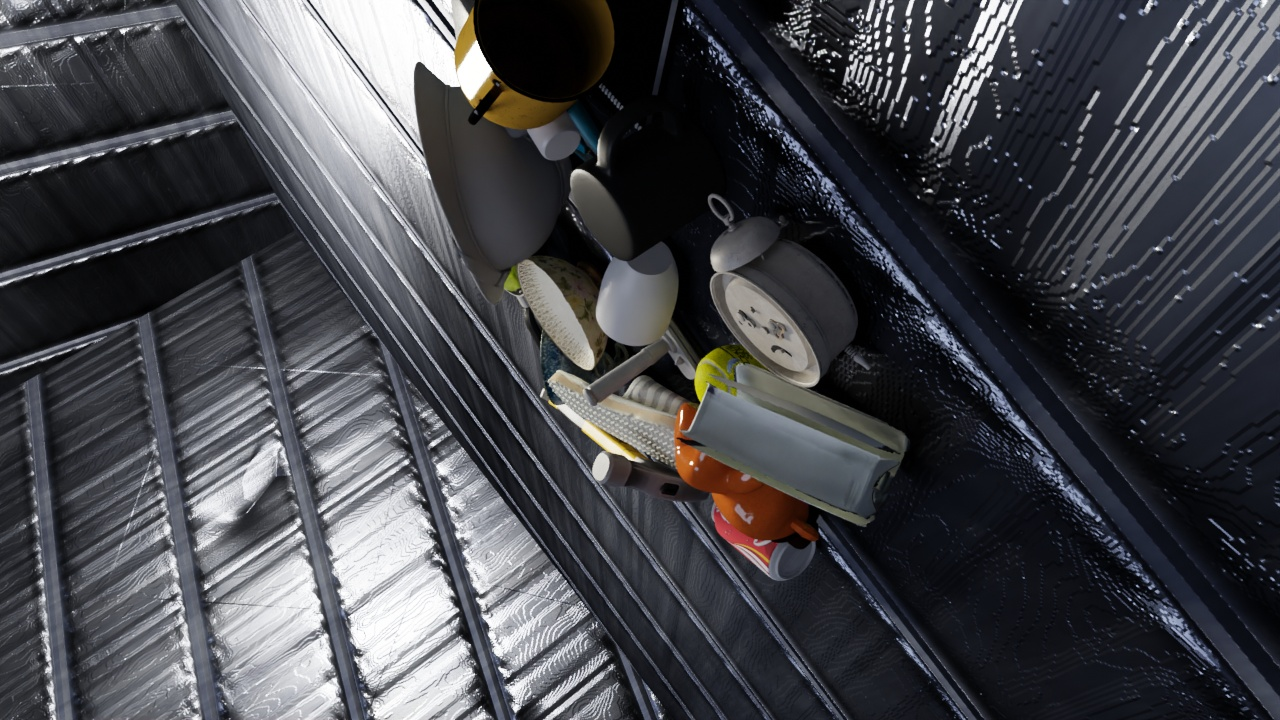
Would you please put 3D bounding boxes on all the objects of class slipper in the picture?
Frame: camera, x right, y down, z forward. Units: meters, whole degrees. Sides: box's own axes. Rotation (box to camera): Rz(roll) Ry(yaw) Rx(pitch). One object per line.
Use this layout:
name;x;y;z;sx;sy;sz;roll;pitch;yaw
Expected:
slipper;0.009;0.064;1.006;0.273;0.053;0.114;18;149;37

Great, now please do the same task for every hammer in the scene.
hammer;-0.041;0.094;1.130;0.169;0.034;0.325;18;-172;-34

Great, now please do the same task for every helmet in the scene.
helmet;-0.125;-0.176;0.896;0.271;0.118;0.183;73;-174;-53

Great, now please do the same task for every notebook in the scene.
notebook;-0.048;-0.282;0.665;0.206;0.016;0.149;51;160;13

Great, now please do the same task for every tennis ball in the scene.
tennis ball;0.080;0.019;0.788;0.065;0.065;0.065;47;160;22

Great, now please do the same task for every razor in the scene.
razor;-0.005;0.005;0.896;0.088;0.116;0.047;55;167;-1

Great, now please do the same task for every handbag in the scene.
handbag;0.128;0.061;0.708;0.151;0.074;0.176;24;-178;24

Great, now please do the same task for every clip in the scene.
clip;-0.029;0.007;1.101;0.023;0.042;0.076;45;161;23

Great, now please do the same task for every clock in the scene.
clock;0.094;-0.054;0.638;0.157;0.061;0.103;54;165;-22

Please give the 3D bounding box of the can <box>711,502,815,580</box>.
can;0.126;0.175;0.949;0.105;0.064;0.064;35;153;46

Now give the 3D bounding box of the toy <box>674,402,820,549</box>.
toy;0.100;0.113;0.851;0.176;0.096;0.112;56;172;-18

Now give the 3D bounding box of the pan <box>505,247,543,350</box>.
pan;-0.160;-0.114;1.187;0.204;0.044;0.356;22;143;59

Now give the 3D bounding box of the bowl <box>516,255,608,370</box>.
bowl;-0.072;-0.066;1.023;0.145;0.063;0.145;46;159;23

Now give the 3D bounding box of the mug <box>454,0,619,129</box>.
mug;-0.085;-0.214;0.655;0.100;0.123;0.094;39;166;-17

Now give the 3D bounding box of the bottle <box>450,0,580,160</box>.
bottle;-0.104;-0.241;0.774;0.173;0.046;0.084;59;163;23

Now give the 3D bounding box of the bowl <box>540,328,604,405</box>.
bowl;-0.078;-0.002;1.132;0.114;0.061;0.114;-1;-91;-79

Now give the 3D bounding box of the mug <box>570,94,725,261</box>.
mug;0.003;-0.139;0.669;0.078;0.087;0.114;44;159;31

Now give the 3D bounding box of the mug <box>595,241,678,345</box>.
mug;-0.004;-0.082;0.841;0.090;0.071;0.107;106;155;-57

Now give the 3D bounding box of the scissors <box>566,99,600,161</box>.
scissors;-0.047;-0.194;0.809;0.156;0.019;0.124;35;153;46

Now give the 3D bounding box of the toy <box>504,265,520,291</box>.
toy;-0.179;-0.136;1.067;0.092;0.043;0.118;22;141;57
